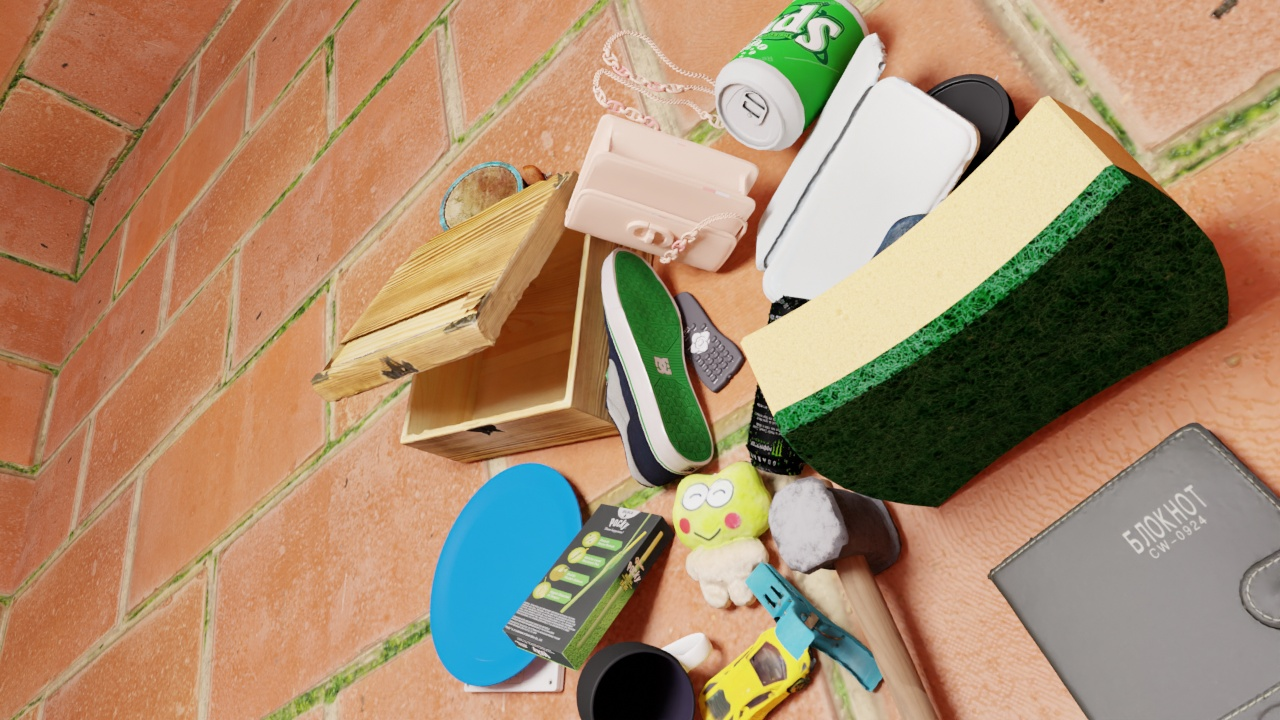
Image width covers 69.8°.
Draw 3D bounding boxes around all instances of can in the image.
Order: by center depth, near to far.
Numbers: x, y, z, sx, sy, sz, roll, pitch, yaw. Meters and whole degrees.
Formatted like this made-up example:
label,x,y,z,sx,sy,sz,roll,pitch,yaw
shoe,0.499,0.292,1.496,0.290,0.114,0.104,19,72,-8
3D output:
label,x,y,z,sx,sy,sz,roll,pitch,yaw
can,0.119,0.019,0.726,0.054,0.053,0.138,18,102,48
can,0.134,-0.254,0.806,0.088,0.088,0.139,14,54,48

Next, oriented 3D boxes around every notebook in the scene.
label,x,y,z,sx,sy,sz,roll,pitch,yaw
notebook,0.316,0.157,0.506,0.170,0.029,0.209,-46,47,21

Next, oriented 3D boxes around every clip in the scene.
label,x,y,z,sx,sy,sz,roll,pitch,yaw
clip,0.128,0.195,0.653,0.033,0.119,0.121,-59,-2,4

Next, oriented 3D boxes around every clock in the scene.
label,x,y,z,sx,sy,sz,roll,pitch,yaw
clock,0.242,-0.165,0.720,0.121,0.042,0.091,-41,47,24
clock,-0.159,-0.177,1.108,0.158,0.073,0.121,-8,61,21

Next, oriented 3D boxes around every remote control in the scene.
label,x,y,z,sx,sy,sz,roll,pitch,yaw
remote control,0.054,-0.021,0.866,0.046,0.009,0.124,-51,44,15
remote control,-0.123,0.296,0.892,0.136,0.011,0.050,-17,59,39

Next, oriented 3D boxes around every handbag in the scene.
label,x,y,z,sx,sy,sz,roll,pitch,yaw
handbag,0.035,-0.184,0.867,0.117,0.198,0.186,121,162,-54

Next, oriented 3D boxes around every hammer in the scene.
label,x,y,z,sx,sy,sz,roll,pitch,yaw
hammer,0.175,0.222,0.582,0.052,0.098,0.328,-38,54,28

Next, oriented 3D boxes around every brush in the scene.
label,x,y,z,sx,sy,sz,roll,pitch,yaw
brush,0.211,-0.017,0.567,0.251,0.195,0.075,-40,47,25

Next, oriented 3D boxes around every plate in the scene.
label,x,y,z,sx,sy,sz,roll,pitch,yaw
plate,-0.132,0.213,0.924,0.225,0.024,0.223,-25,50,34

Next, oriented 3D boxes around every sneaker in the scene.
label,x,y,z,sx,sy,sz,roll,pitch,yaw
sneaker,-0.005,0.005,0.854,0.079,0.084,0.235,-36,57,37

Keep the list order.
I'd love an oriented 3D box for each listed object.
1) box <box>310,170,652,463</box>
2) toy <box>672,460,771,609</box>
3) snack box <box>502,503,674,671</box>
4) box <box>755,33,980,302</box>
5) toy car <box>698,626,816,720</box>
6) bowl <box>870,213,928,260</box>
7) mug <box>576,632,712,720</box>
label,x,y,z,sx,sy,sz,roll,pitch,yaw
box,-0.159,-0.057,0.950,0.280,0.220,0.258,-16,59,42
toy,0.068,0.143,0.748,0.092,0.046,0.115,-18,67,32
snack box,-0.044,0.192,0.798,0.080,0.025,0.147,2,42,46
box,0.160,-0.139,0.736,0.211,0.084,0.185,-60,42,37
toy car,0.087,0.242,0.693,0.107,0.030,0.049,-48,44,16
bowl,0.207,-0.048,0.654,0.110,0.055,0.110,12,113,28
mug,0.003,0.258,0.736,0.118,0.085,0.100,-33,0,-19
